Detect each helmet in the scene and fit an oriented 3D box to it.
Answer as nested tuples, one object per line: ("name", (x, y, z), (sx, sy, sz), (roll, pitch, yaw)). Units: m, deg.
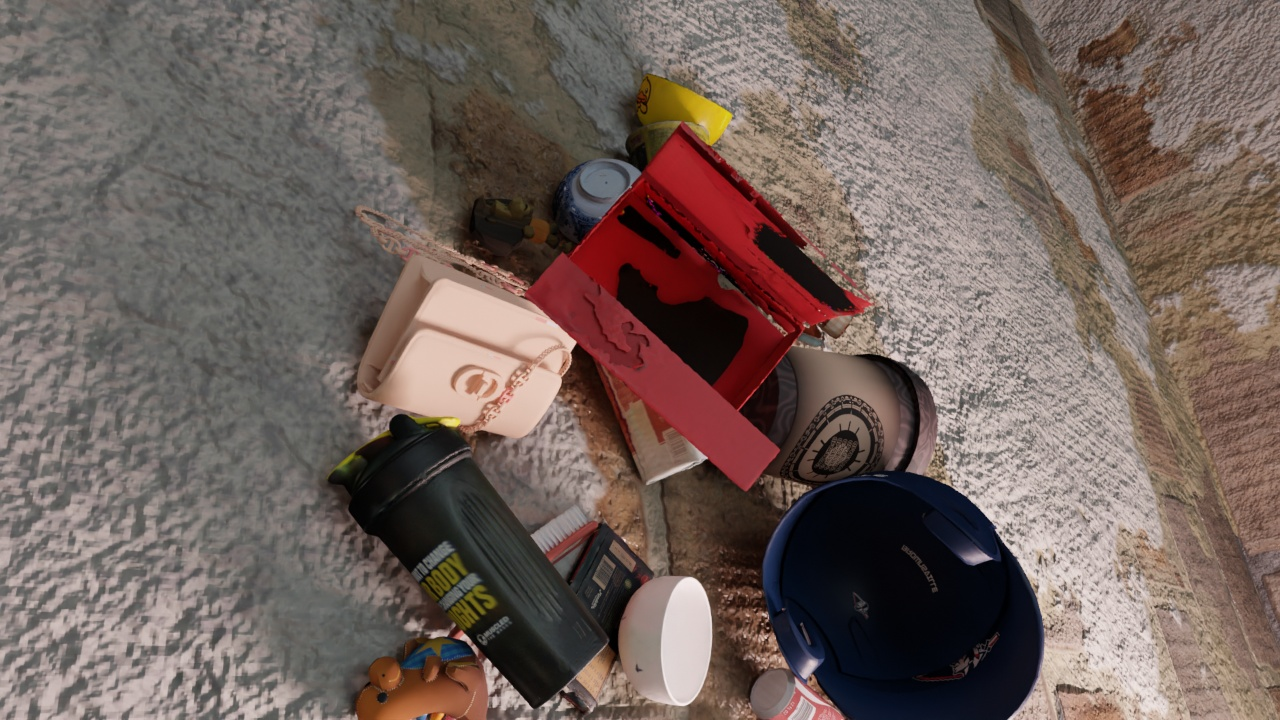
("helmet", (0.261, 0.239, 0.905), (0.223, 0.233, 0.272), (23, 32, -59))

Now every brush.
("brush", (-0.098, 0.167, 0.738), (0.030, 0.041, 0.171), (47, 41, 11))

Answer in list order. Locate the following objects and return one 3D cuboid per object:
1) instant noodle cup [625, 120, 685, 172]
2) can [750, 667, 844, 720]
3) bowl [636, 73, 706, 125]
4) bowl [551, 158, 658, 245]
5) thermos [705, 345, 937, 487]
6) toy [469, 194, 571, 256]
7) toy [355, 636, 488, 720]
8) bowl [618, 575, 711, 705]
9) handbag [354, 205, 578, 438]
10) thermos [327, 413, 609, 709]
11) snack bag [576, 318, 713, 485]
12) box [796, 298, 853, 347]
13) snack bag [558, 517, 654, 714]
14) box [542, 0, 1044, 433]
("instant noodle cup", (0.035, -0.206, 1.055), (0.102, 0.102, 0.108), (11, 69, -43))
("can", (0.154, 0.342, 0.881), (0.096, 0.054, 0.053), (44, 43, -19))
("bowl", (0.045, -0.293, 1.117), (0.117, 0.068, 0.117), (24, 10, -5))
("bowl", (-0.037, -0.170, 0.942), (0.114, 0.045, 0.114), (1, 56, -1))
("thermos", (0.188, 0.062, 1.004), (0.226, 0.173, 0.172), (13, 59, -34))
("toy", (-0.112, -0.125, 0.867), (0.100, 0.063, 0.076), (14, 38, -20))
("toy", (-0.149, 0.245, 0.637), (0.090, 0.071, 0.103), (-16, 102, -37))
("bowl", (0.017, 0.238, 0.785), (0.104, 0.054, 0.104), (18, 70, -62))
("handbag", (-0.160, -0.023, 0.786), (0.198, 0.117, 0.187), (21, 12, -44))
("thermos", (-0.119, 0.137, 0.656), (0.221, 0.098, 0.097), (48, 39, 7))
("snack bag", (-0.005, 0.005, 0.895), (0.041, 0.078, 0.225), (-9, 75, -54))
("box", (0.211, -0.053, 1.103), (0.187, 0.078, 0.054), (-65, 144, -79))
("snack bag", (-0.038, 0.215, 0.781), (0.074, 0.018, 0.154), (49, 42, -16))
("box", (0.119, -0.142, 0.808), (0.211, 0.410, 0.107), (43, 12, -5))
